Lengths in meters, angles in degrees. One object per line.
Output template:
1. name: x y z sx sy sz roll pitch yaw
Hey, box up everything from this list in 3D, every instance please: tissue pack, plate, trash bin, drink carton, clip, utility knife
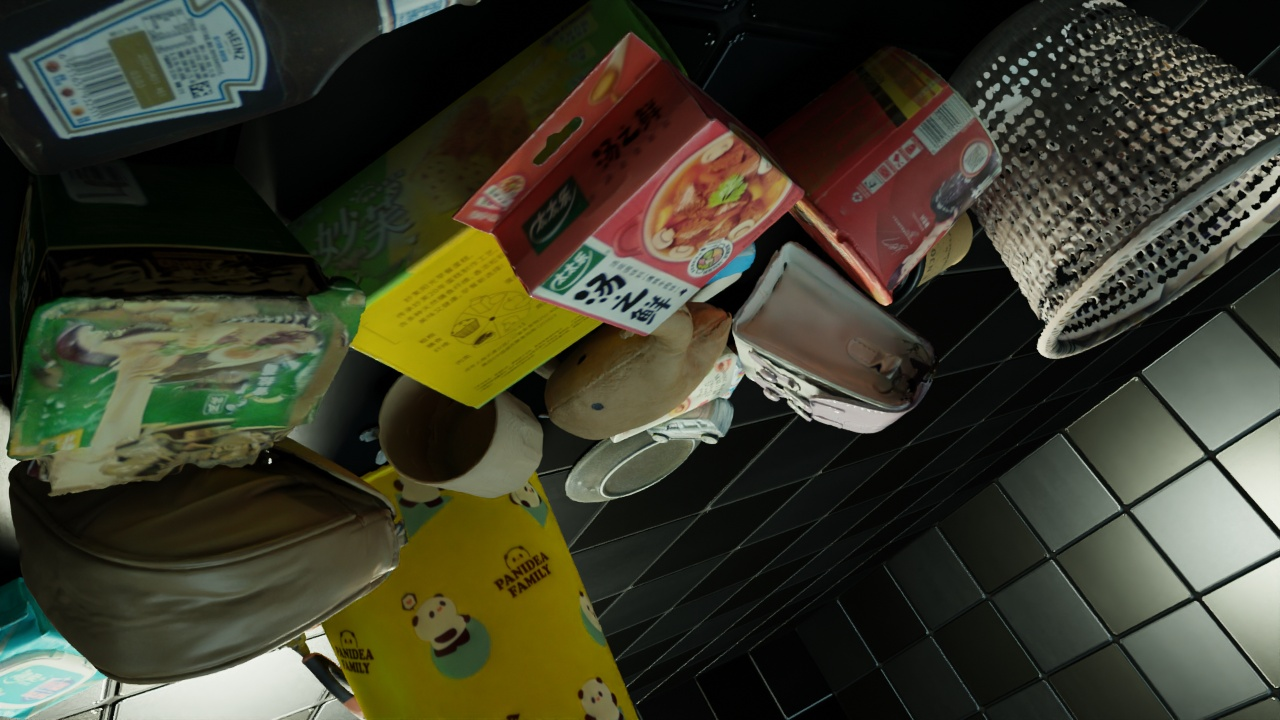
1. tissue pack: -0.419 0.196 0.618 0.093 0.050 0.134 -26 155 -9
2. plate: 0.004 0.104 0.963 0.179 0.024 0.180 -25 156 -12
3. trash bin: 0.321 -0.143 0.644 0.227 0.192 0.228 -25 155 -13
4. drink carton: 0.020 0.020 0.791 0.122 0.045 0.054 -22 145 -24
5. trash bin: -0.138 0.231 0.760 0.229 0.255 0.230 -26 156 -13
6. clip: -0.172 0.052 0.665 0.056 0.026 0.024 -29 159 -28
7. utility knife: -0.010 -0.046 0.634 0.187 0.018 0.034 -19 160 5

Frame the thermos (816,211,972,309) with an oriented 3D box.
1. thermos: 0.213 -0.095 0.752 0.143 0.093 0.093 -17 153 -43

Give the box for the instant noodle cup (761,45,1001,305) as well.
1. instant noodle cup: 0.151 -0.119 0.581 0.109 0.138 0.138 -42 154 9

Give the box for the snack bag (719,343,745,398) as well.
1. snack bag: 0.083 0.011 0.873 0.045 0.026 0.106 -13 149 -28

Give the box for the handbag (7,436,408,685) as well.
1. handbag: -0.225 0.077 0.465 0.147 0.205 0.100 -11 108 -45

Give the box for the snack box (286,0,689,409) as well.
1. snack box: -0.057 -0.073 0.495 0.210 0.070 0.157 -34 156 7

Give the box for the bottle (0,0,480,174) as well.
1. bottle: -0.135 -0.129 0.332 0.194 0.044 0.080 -24 155 -18

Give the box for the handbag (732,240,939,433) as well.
1. handbag: 0.151 -0.001 0.728 0.098 0.145 0.197 -61 167 -2

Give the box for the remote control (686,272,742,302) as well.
1. remote control: 0.038 -0.077 0.658 0.056 0.020 0.136 -34 156 4

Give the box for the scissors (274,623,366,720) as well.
1. scissors: -0.276 0.233 0.757 0.015 0.189 0.227 -37 178 -4

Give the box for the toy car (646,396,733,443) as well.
1. toy car: 0.042 0.052 0.849 0.091 0.042 0.034 -3 151 37

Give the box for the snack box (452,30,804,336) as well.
1. snack box: 0.000 -0.071 0.424 0.113 0.044 0.127 -41 152 20

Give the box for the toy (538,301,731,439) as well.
1. toy: -0.004 0.004 0.615 0.143 0.082 0.226 -39 179 4

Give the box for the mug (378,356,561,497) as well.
1. mug: -0.109 0.035 0.640 0.124 0.084 0.103 -54 162 -5

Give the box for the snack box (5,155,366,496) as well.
1. snack box: -0.201 -0.025 0.379 0.118 0.105 0.118 -6 144 -46
